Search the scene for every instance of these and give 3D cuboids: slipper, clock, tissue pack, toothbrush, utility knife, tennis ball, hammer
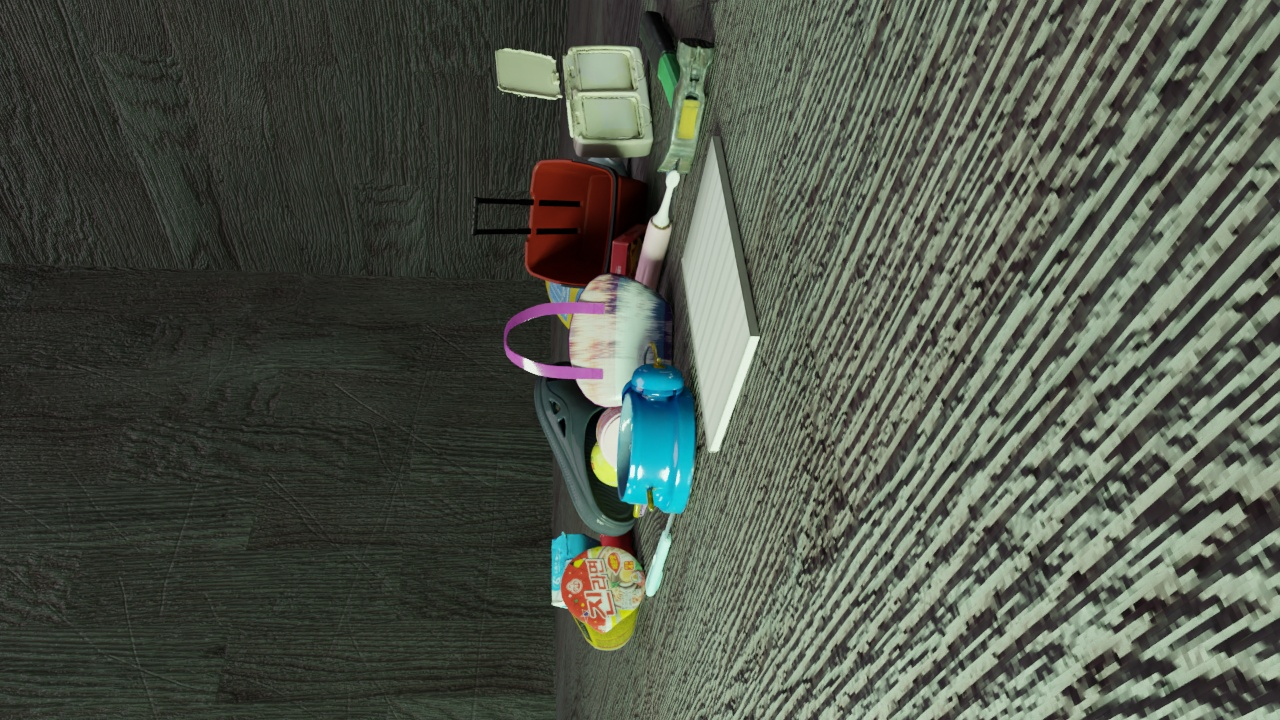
[{"bbox_3d":[-0.059,0.093,1.176,0.084,0.110,0.267,-47,48,32],"label":"slipper"},{"bbox_3d":[0.013,0.063,0.844,0.117,0.060,0.161,118,154,-72],"label":"clock"},{"bbox_3d":[-0.069,0.291,1.234,0.144,0.062,0.092,36,-136,-52],"label":"tissue pack"},{"bbox_3d":[0.017,-0.127,0.967,0.223,0.027,0.026,106,157,-58],"label":"toothbrush"},{"bbox_3d":[0.024,0.191,0.930,0.022,0.015,0.159,-95,13,-45],"label":"utility knife"},{"bbox_3d":[-0.026,0.118,1.095,0.065,0.065,0.065,180,91,-82],"label":"tennis ball"},{"bbox_3d":[0.027,-0.291,0.914,0.318,0.032,0.130,-100,13,-55],"label":"hammer"}]

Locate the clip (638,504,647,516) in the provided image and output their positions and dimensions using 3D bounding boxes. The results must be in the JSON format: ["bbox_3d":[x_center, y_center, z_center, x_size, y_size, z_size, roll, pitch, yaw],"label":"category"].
[{"bbox_3d":[0.001,0.166,1.088,0.052,0.013,0.036,100,170,-60],"label":"clip"}]

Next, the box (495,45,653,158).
[{"bbox_3d":[-0.066,-0.323,1.075,0.101,0.186,0.144,138,127,-57],"label":"box"}]

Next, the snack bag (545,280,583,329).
[{"bbox_3d":[-0.083,-0.116,1.454,0.159,0.102,0.205,103,153,-55],"label":"snack bag"}]

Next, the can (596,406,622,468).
[{"bbox_3d":[-0.013,0.083,1.000,0.076,0.067,0.067,-143,54,-82],"label":"can"}]

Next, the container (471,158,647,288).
[{"bbox_3d":[-0.083,-0.161,1.071,0.200,0.127,0.148,-17,-63,-60],"label":"container"}]

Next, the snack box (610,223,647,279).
[{"bbox_3d":[-0.015,-0.087,1.082,0.089,0.021,0.133,-50,-32,-61],"label":"snack box"}]

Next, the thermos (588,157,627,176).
[{"bbox_3d":[-0.044,-0.211,1.264,0.206,0.065,0.078,-97,25,-46],"label":"thermos"}]

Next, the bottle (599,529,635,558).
[{"bbox_3d":[-0.033,0.226,1.206,0.141,0.042,0.042,-102,15,-58],"label":"bottle"}]

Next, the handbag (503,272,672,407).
[{"bbox_3d":[-0.056,-0.019,0.948,0.068,0.170,0.144,-165,76,-82],"label":"handbag"}]

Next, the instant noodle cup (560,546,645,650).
[{"bbox_3d":[-0.042,0.296,1.118,0.113,0.100,0.100,86,179,-51],"label":"instant noodle cup"}]

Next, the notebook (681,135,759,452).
[{"bbox_3d":[0.058,-0.053,0.726,0.143,0.009,0.209,102,166,-51],"label":"notebook"}]
